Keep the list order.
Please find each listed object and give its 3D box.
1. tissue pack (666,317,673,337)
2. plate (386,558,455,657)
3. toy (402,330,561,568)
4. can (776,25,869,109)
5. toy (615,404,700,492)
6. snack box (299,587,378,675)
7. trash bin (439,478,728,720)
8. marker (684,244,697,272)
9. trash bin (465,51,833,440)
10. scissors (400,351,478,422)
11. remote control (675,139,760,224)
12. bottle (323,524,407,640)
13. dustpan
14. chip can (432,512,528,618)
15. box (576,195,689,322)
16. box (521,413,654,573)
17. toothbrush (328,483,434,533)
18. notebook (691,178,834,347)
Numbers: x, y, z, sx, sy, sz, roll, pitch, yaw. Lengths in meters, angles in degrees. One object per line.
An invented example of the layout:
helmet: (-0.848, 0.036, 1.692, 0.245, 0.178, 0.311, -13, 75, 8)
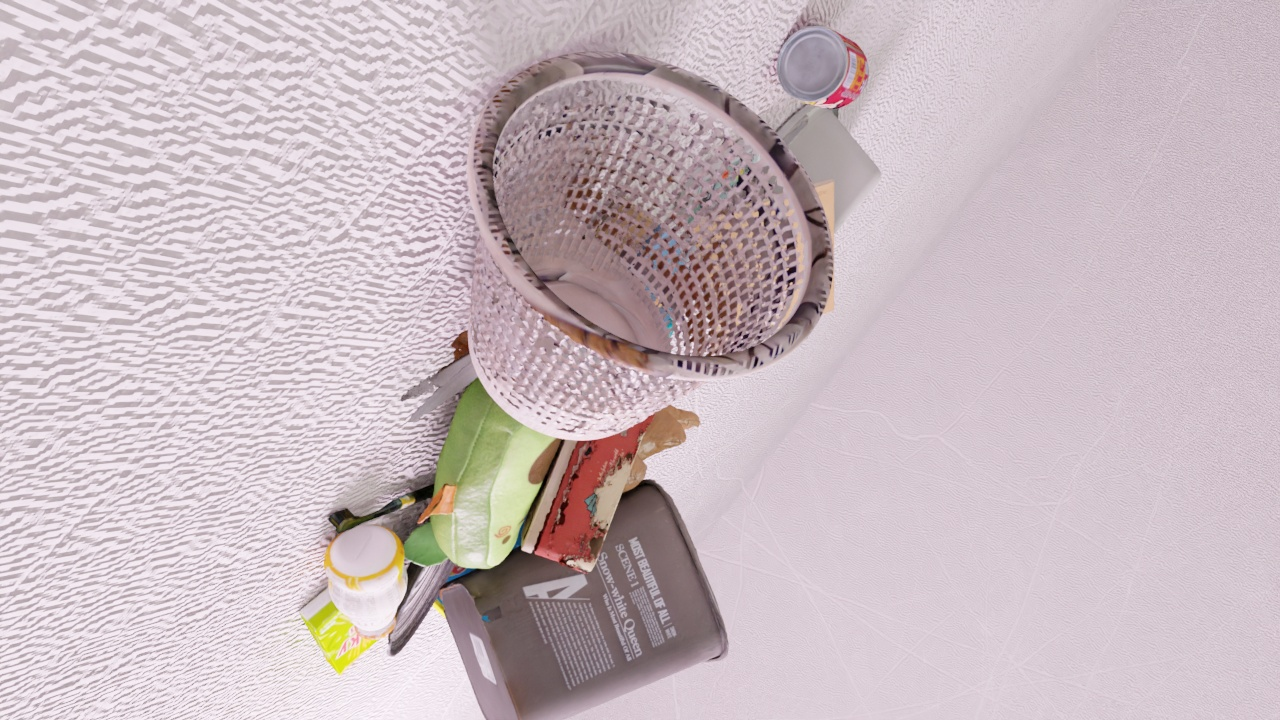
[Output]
tissue pack: (-0.021, -0.005, 0.945, 0.133, 0.050, 0.093, -27, 149, -56)
plate: (-0.205, 0.199, 0.892, 0.179, 0.024, 0.179, -63, 177, -7)
toy: (-0.118, 0.075, 0.770, 0.226, 0.090, 0.247, -30, 142, -59)
can: (0.171, -0.268, 0.848, 0.067, 0.066, 0.093, -58, 163, 24)
toy: (-0.021, 0.076, 0.988, 0.225, 0.143, 0.083, -30, 135, -54)
snack box: (-0.268, 0.240, 0.867, 0.085, 0.026, 0.157, -41, 162, -29)
trash bin: (-0.065, 0.254, 0.926, 0.219, 0.199, 0.199, -19, 172, -28)
marker: (0.043, -0.089, 0.996, 0.016, 0.017, 0.146, -31, 154, -51)
trash bin: (-0.020, -0.050, 0.600, 0.226, 0.227, 0.193, -39, 173, -35)
scissors: (-0.111, -0.015, 0.679, 0.171, 0.014, 0.146, 12, 79, -47)
remote control: (0.084, -0.181, 0.892, 0.134, 0.019, 0.056, -39, 160, -36)
bottle: (-0.227, 0.188, 0.766, 0.063, 0.063, 0.109, -37, 146, -40)
dustpan: (0.163, -0.199, 1.089, 0.222, 0.142, 0.258, -49, -167, -6)
chip can: (-0.149, 0.205, 1.035, 0.209, 0.071, 0.071, -45, 163, -21)
box: (-0.009, -0.075, 0.807, 0.090, 0.061, 0.184, -51, 166, -1)
box: (-0.039, 0.097, 0.814, 0.091, 0.080, 0.168, -150, -100, -82)
toothbrush: (-0.204, 0.119, 0.796, 0.012, 0.017, 0.185, -58, 165, 16)
notebook: (0.140, -0.100, 0.999, 0.149, 0.012, 0.212, -16, 143, 0)
